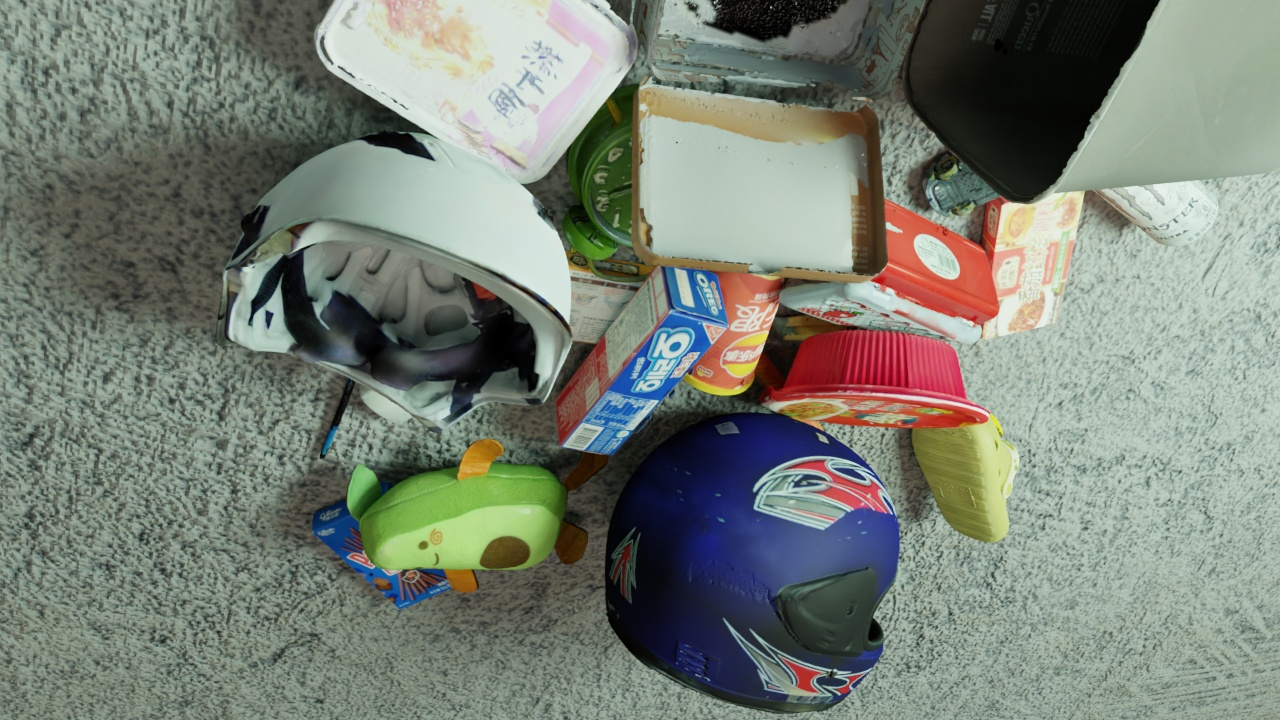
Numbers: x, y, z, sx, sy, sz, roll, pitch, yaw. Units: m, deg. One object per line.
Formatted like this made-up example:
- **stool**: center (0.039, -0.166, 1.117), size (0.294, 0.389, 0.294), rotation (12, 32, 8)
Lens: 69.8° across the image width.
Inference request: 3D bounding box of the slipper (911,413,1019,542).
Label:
- **slipper**: center (0.349, 0.108, 0.966), size (0.081, 0.092, 0.191), rotation (-44, 126, -28)

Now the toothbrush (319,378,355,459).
- **toothbrush**: center (-0.252, 0.021, 0.793), size (0.016, 0.014, 0.190), rotation (17, 125, -24)

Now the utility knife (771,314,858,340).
- **utility knife**: center (0.213, -0.033, 0.853), size (0.195, 0.020, 0.031), rotation (-6, 137, -14)

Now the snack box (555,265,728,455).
- **snack box**: center (-0.005, 0.004, 0.764), size (0.057, 0.058, 0.208), rotation (12, 140, -25)

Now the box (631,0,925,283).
- **box**: center (0.087, -0.191, 0.609), size (0.179, 0.130, 0.272), rotation (2, 103, -14)

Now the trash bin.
- **trash bin**: center (0.333, -0.223, 0.611), size (0.219, 0.198, 0.199), rotation (-3, 132, -20)

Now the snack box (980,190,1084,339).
- **snack box**: center (0.344, -0.090, 0.823), size (0.075, 0.025, 0.153), rotation (-12, 131, -3)

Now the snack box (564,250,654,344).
- **snack box**: center (-0.038, -0.050, 0.772), size (0.153, 0.026, 0.075), rotation (8, 128, -18)

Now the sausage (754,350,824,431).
- **sausage**: center (0.139, 0.035, 0.886), size (0.021, 0.021, 0.165), rotation (-32, 129, 14)

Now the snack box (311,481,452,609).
- **snack box**: center (-0.249, 0.190, 0.928), size (0.084, 0.026, 0.157), rotation (-24, 131, 8)

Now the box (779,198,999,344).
- **box**: center (0.205, -0.062, 0.766), size (0.201, 0.095, 0.102), rotation (13, 152, -41)

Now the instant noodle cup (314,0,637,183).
- **instant noodle cup**: center (-0.104, -0.214, 0.596), size (0.173, 0.060, 0.138), rotation (28, 119, -32)

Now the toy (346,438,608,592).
- **toy**: center (-0.149, 0.150, 0.870), size (0.246, 0.090, 0.227), rotation (-4, 129, -24)

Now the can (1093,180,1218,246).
- **can**: center (0.418, -0.150, 0.766), size (0.146, 0.058, 0.058), rotation (24, 121, -29)

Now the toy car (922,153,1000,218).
- **toy car**: center (0.290, -0.161, 0.746), size (0.121, 0.036, 0.054), rotation (-25, 132, 22)

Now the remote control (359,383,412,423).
- **remote control**: center (-0.173, 0.010, 0.791), size (0.135, 0.019, 0.056), rotation (-28, 143, 11)

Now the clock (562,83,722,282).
- **clock**: center (0.001, -0.127, 0.695), size (0.116, 0.056, 0.162), rotation (3, 129, -14)

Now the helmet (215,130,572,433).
- **helmet**: center (-0.153, -0.068, 0.633), size (0.229, 0.145, 0.259), rotation (24, 148, -27)

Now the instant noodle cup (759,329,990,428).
- **instant noodle cup**: center (0.206, 0.017, 0.809), size (0.194, 0.065, 0.194), rotation (5, 171, 1)

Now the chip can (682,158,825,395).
- **chip can**: center (0.089, -0.073, 0.751), size (0.073, 0.073, 0.217), rotation (4, 128, -16)

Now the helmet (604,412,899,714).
- **helmet**: center (0.125, 0.176, 0.864), size (0.315, 0.247, 0.240), rotation (21, 101, -35)
